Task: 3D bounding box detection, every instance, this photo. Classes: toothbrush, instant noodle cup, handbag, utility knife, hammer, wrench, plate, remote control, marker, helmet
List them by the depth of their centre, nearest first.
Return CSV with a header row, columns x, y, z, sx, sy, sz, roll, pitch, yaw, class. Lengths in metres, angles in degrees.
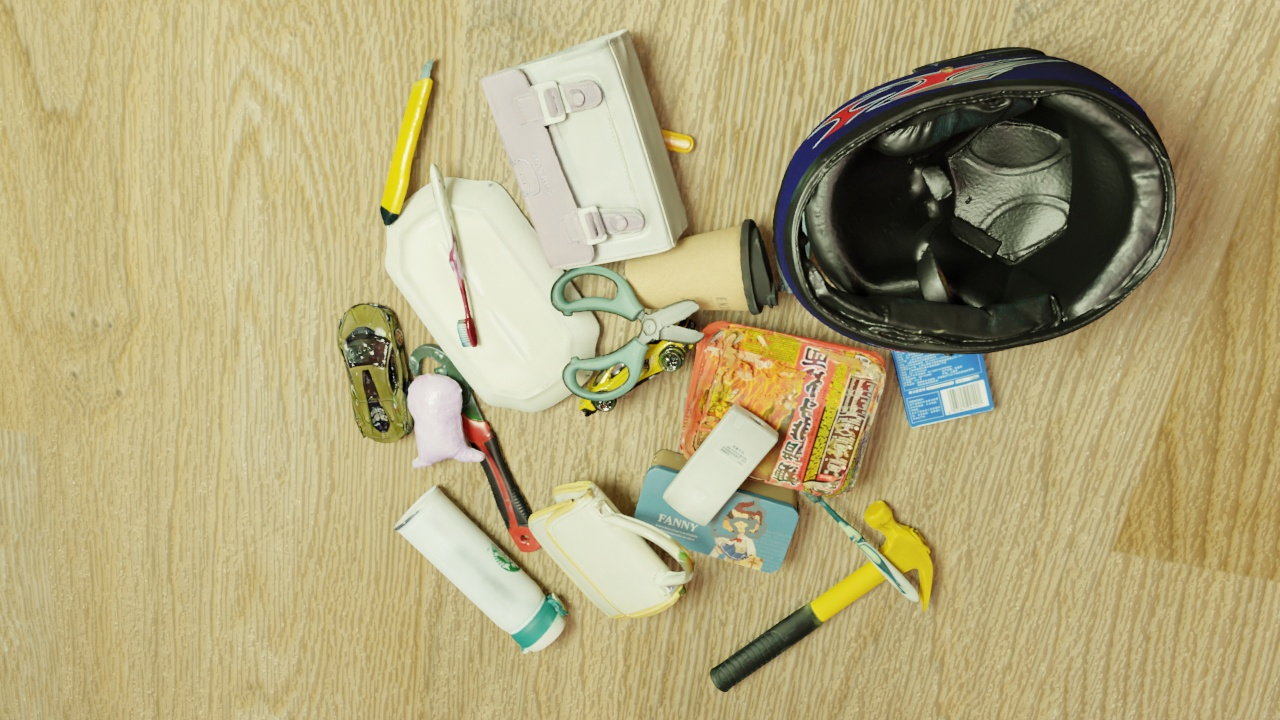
x,y,z,sx,sy,sz,roll,pitch,yaw,class
0.257,-0.127,0.769,0.315,0.240,0.247,-7,104,0,helmet
-0.053,-0.192,0.865,0.145,0.098,0.197,-8,115,25,handbag
-0.008,-0.223,0.895,0.124,0.015,0.018,14,105,5,marker
-0.231,-0.217,0.917,0.033,0.015,0.174,35,111,42,utility knife
-0.190,-0.103,0.920,0.017,0.016,0.188,-5,105,18,toothbrush
0.079,0.107,0.925,0.056,0.019,0.135,34,117,-2,remote control
0.140,0.043,0.936,0.189,0.079,0.165,13,112,3,instant noodle cup
-0.158,-0.062,0.953,0.162,0.034,0.266,-32,99,14,plate
0.233,0.194,0.977,0.016,0.018,0.191,-42,99,18,toothbrush
-0.025,0.204,0.978,0.163,0.063,0.179,50,144,-11,handbag
-0.178,0.101,1.034,0.056,0.016,0.273,-21,105,18,wrench
0.200,0.287,1.041,0.301,0.032,0.129,-41,99,18,hammer

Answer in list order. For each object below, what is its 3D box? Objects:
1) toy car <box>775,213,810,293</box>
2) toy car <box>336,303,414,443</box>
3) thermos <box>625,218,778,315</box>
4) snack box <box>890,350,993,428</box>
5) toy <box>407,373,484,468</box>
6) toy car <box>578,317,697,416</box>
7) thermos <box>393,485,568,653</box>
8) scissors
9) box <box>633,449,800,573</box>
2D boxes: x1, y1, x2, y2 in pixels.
x,y,z,sx,sy,sz,roll,pitch,yaw,class
0.151,-0.124,0.888,0.037,0.054,0.121,5,110,4,toy car
-0.290,0.015,1.006,0.070,0.042,0.158,-6,106,9,toy car
0.062,-0.086,0.900,0.143,0.092,0.093,-5,109,17,thermos
0.295,-0.015,0.923,0.085,0.026,0.157,-15,107,12,snack box
-0.217,0.065,0.998,0.084,0.039,0.108,-5,103,7,toy
-0.006,0.006,0.947,0.156,0.071,0.041,-34,103,18,toy car
-0.178,0.244,1.059,0.073,0.073,0.224,-40,100,18,thermos
-0.022,-0.044,0.892,0.178,0.019,0.169,-28,84,29,scissors
0.076,0.160,0.997,0.184,0.062,0.090,14,110,1,box
